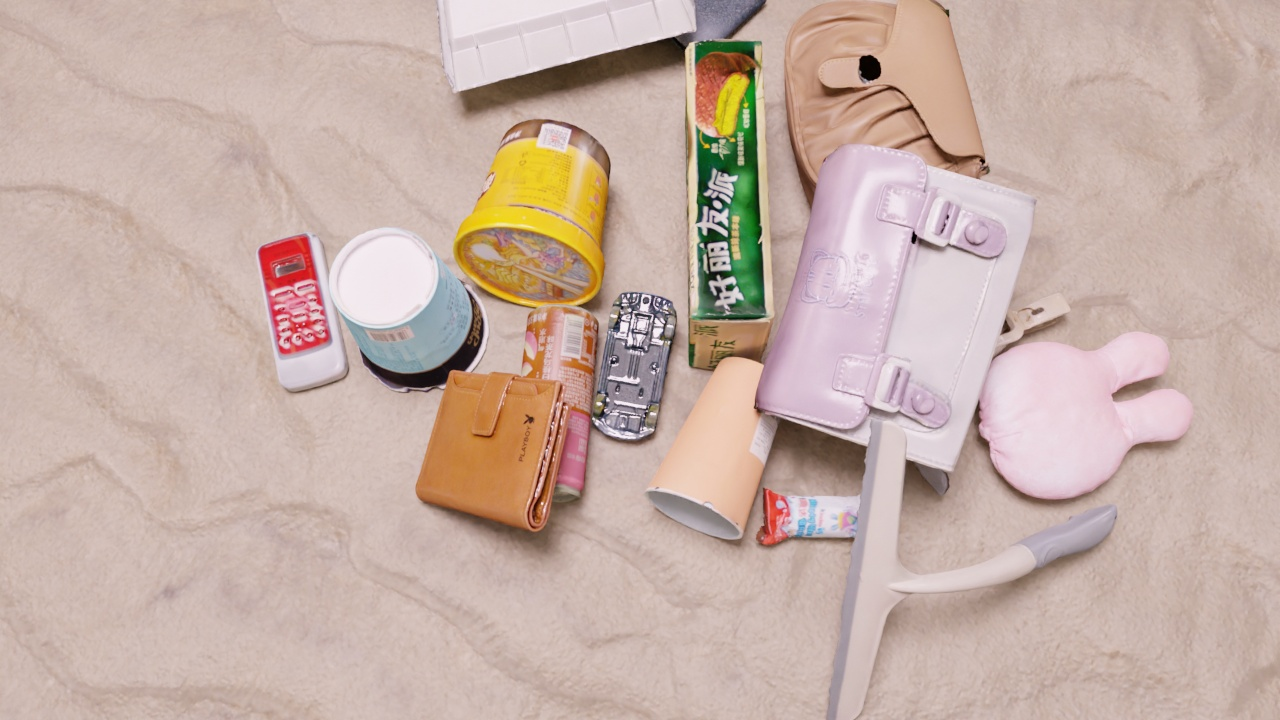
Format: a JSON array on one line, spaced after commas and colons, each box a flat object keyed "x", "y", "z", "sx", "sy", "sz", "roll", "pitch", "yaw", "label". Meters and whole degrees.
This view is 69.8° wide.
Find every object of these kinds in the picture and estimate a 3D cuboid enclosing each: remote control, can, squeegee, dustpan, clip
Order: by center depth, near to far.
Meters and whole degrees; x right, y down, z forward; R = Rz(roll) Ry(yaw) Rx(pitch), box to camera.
[{"x": 0.255, "y": 0.138, "z": 0.642, "sx": 0.246, "sy": 0.247, "sz": 0.039, "roll": -8, "pitch": 26, "yaw": -22, "label": "squeegee"}, {"x": -0.067, "y": 0.033, "z": 0.712, "sx": 0.058, "sy": 0.058, "sz": 0.147, "roll": 4, "pitch": 72, "yaw": 3, "label": "can"}, {"x": 0.288, "y": -0.021, "z": 0.742, "sx": 0.103, "sy": 0.089, "sz": 0.035, "roll": -13, "pitch": 68, "yaw": -36, "label": "clip"}, {"x": -0.282, "y": -0.042, "z": 0.762, "sx": 0.056, "sy": 0.020, "sz": 0.136, "roll": -16, "pitch": 72, "yaw": -5, "label": "remote control"}, {"x": -0.087, "y": -0.378, "z": 0.846, "sx": 0.223, "sy": 0.142, "sz": 0.257, "roll": -14, "pitch": 91, "yaw": 0, "label": "dustpan"}]

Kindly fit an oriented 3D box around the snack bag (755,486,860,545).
[{"x": 0.139, "y": 0.119, "z": 0.695, "sx": 0.105, "sy": 0.026, "sz": 0.045, "roll": 0, "pitch": 70, "yaw": 0, "label": "snack bag"}]

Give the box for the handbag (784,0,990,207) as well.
[{"x": 0.194, "y": -0.212, "z": 0.753, "sx": 0.148, "sy": 0.100, "sz": 0.204, "roll": -9, "pitch": 65, "yaw": 11, "label": "handbag"}]

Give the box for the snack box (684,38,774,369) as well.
[{"x": 0.068, "y": -0.122, "z": 0.729, "sx": 0.063, "sy": 0.114, "sz": 0.239, "roll": -1, "pitch": 72, "yaw": 2, "label": "snack box"}]

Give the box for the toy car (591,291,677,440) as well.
[{"x": -0.004, "y": 0.004, "z": 0.732, "sx": 0.054, "sy": 0.037, "sz": 0.120, "roll": 10, "pitch": 82, "yaw": 3, "label": "toy car"}]

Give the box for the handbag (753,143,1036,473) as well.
[{"x": 0.174, "y": -0.037, "z": 0.645, "sx": 0.145, "sy": 0.098, "sz": 0.197, "roll": 17, "pitch": 89, "yaw": 2, "label": "handbag"}]

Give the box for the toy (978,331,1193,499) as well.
[{"x": 0.336, "y": 0.038, "z": 0.701, "sx": 0.159, "sy": 0.054, "sz": 0.121, "roll": -15, "pitch": 80, "yaw": -3, "label": "toy"}]

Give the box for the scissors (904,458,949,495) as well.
[{"x": 0.208, "y": 0.016, "z": 0.706, "sx": 0.177, "sy": 0.019, "sz": 0.174, "roll": -38, "pitch": 72, "yaw": 13, "label": "scissors"}]

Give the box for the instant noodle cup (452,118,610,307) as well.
[{"x": -0.079, "y": -0.120, "z": 0.736, "sx": 0.118, "sy": 0.119, "sz": 0.114, "roll": 9, "pitch": 65, "yaw": 4, "label": "instant noodle cup"}]

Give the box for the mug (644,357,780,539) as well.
[{"x": 0.064, "y": 0.063, "z": 0.692, "sx": 0.078, "sy": 0.078, "sz": 0.122, "roll": 23, "pitch": 70, "yaw": 9, "label": "mug"}]

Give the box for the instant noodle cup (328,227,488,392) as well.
[{"x": -0.182, "y": -0.044, "z": 0.707, "sx": 0.111, "sy": 0.120, "sz": 0.111, "roll": -1, "pitch": 71, "yaw": 1, "label": "instant noodle cup"}]

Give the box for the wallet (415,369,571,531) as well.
[{"x": -0.109, "y": 0.062, "z": 0.677, "sx": 0.132, "sy": 0.031, "sz": 0.107, "roll": 5, "pitch": 79, "yaw": 42, "label": "wallet"}]

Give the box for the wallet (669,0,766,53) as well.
[{"x": 0.042, "y": -0.341, "z": 0.842, "sx": 0.121, "sy": 0.019, "sz": 0.097, "roll": 44, "pitch": 74, "yaw": 5, "label": "wallet"}]
